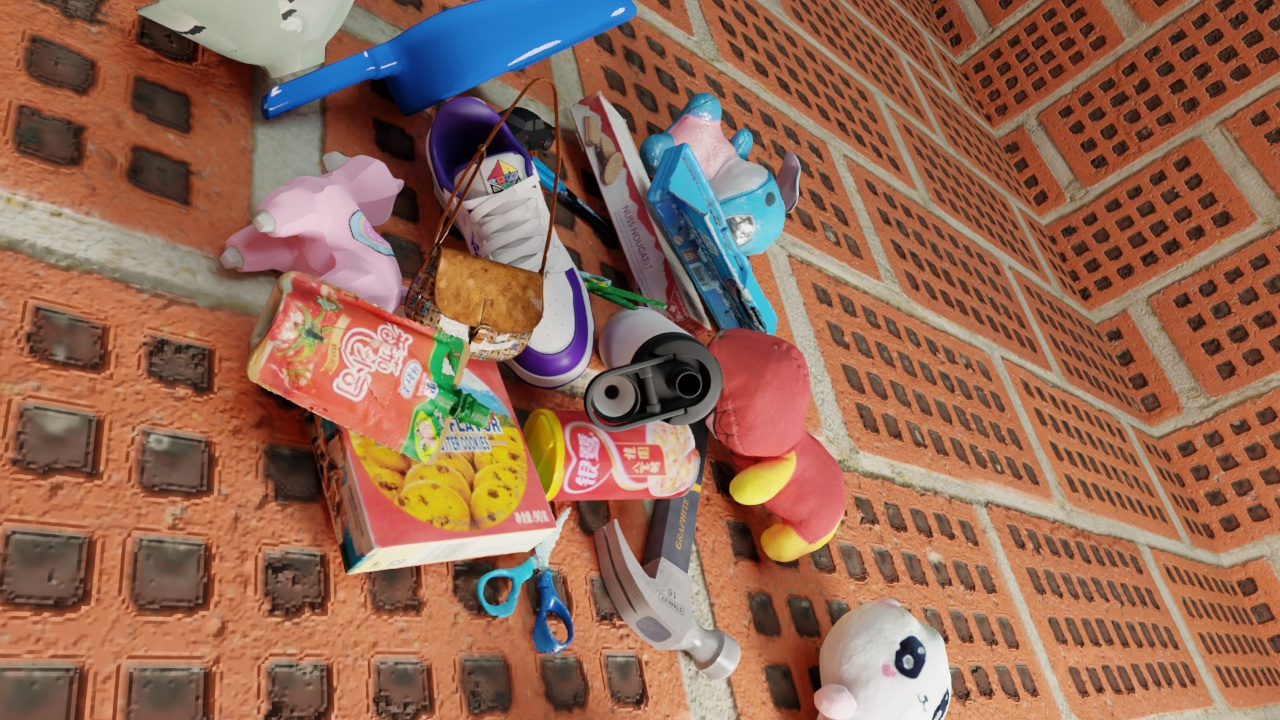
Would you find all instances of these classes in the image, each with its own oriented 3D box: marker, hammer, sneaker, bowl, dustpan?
[{"bbox_3d":[-0.068,-0.160,0.912,0.123,0.015,0.018,38,34,-26],"label":"marker"},{"bbox_3d":[0.040,0.107,0.798,0.139,0.035,0.311,39,37,-19],"label":"hammer"},{"bbox_3d":[-0.100,-0.101,0.712,0.091,0.111,0.244,-23,72,-14],"label":"sneaker"},{"bbox_3d":[-0.257,-0.241,0.653,0.173,0.174,0.068,-56,138,-54],"label":"bowl"},{"bbox_3d":[-0.172,-0.231,0.732,0.257,0.246,0.059,-34,111,-25],"label":"dustpan"}]

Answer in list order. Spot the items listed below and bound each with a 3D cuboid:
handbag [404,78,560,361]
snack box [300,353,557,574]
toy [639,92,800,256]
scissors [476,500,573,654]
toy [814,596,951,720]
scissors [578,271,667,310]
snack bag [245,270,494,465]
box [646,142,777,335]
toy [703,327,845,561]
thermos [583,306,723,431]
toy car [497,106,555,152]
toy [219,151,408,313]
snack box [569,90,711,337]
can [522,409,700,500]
[{"bbox_3d":[-0.090,-0.093,0.623,0.093,0.196,0.043,12,15,-37],"label":"handbag"},{"bbox_3d":[-0.140,0.060,0.604,0.142,0.040,0.145,4,54,-48],"label":"snack box"},{"bbox_3d":[0.083,-0.198,1.062,0.191,0.099,0.223,49,62,-5],"label":"toy"},{"bbox_3d":[-0.065,0.149,0.655,0.083,0.016,0.134,43,31,-10],"label":"scissors"},{"bbox_3d":[0.196,0.292,0.784,0.179,0.102,0.139,-50,116,-36],"label":"toy"},{"bbox_3d":[-0.030,-0.062,0.813,0.132,0.012,0.108,16,15,15],"label":"scissors"},{"bbox_3d":[-0.157,0.009,0.562,0.155,0.044,0.087,29,60,-32],"label":"snack bag"},{"bbox_3d":[0.082,-0.079,0.924,0.243,0.060,0.175,57,15,-32],"label":"box"},{"bbox_3d":[0.119,0.066,0.825,0.147,0.099,0.216,-81,150,-65],"label":"toy"},{"bbox_3d":[-0.004,0.004,0.720,0.230,0.101,0.068,-135,-148,-78],"label":"thermos"},{"bbox_3d":[-0.112,-0.223,0.879,0.042,0.036,0.091,32,31,14],"label":"toy car"},{"bbox_3d":[-0.206,-0.083,0.633,0.123,0.067,0.157,52,30,-6],"label":"toy"},{"bbox_3d":[-0.004,-0.148,0.942,0.076,0.044,0.272,27,39,-64],"label":"snack box"},{"bbox_3d":[-0.025,0.071,0.691,0.124,0.067,0.066,4,57,-30],"label":"can"}]
